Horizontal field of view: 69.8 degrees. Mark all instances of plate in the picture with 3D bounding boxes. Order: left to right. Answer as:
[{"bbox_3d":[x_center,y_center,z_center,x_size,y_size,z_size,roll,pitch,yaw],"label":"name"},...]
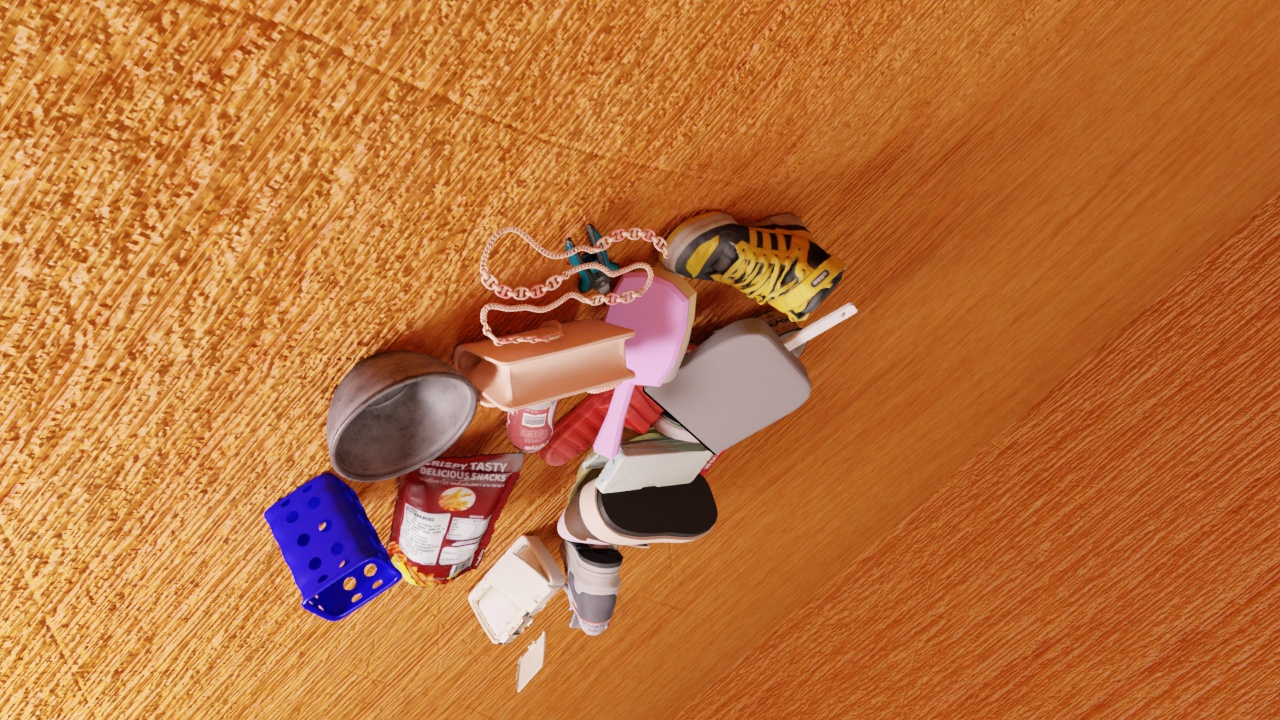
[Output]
[{"bbox_3d":[-0.031,0.142,1.284,0.184,0.036,0.185,-29,152,-17],"label":"plate"}]

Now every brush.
[{"bbox_3d":[-0.006,0.006,1.010,0.043,0.089,0.229,-45,156,-60],"label":"brush"}]

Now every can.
[{"bbox_3d":[-0.122,0.059,1.033,0.054,0.054,0.097,-22,149,-28],"label":"can"}]

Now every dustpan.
[{"bbox_3d":[0.151,0.008,1.119,0.258,0.033,0.163,-31,130,20],"label":"dustpan"}]

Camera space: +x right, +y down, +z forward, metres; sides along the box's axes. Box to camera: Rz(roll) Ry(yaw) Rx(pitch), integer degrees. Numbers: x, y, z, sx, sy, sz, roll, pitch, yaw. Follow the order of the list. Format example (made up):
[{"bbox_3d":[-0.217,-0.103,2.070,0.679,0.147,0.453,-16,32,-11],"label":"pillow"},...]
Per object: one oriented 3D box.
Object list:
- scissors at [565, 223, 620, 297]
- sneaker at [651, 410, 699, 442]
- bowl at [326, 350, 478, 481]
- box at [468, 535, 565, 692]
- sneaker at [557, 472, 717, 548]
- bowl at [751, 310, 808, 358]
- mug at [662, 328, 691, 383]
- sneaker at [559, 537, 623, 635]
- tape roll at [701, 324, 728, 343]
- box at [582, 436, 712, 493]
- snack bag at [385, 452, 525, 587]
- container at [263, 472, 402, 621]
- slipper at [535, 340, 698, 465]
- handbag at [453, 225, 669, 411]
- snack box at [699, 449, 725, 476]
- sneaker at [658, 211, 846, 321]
[{"bbox_3d":[-0.053,-0.091,0.925,0.134,0.019,0.130,-9,148,-42],"label":"scissors"},{"bbox_3d":[0.103,0.053,1.274,0.234,0.084,0.079,-10,128,-49],"label":"sneaker"},{"bbox_3d":[-0.232,0.042,0.859,0.144,0.067,0.145,-29,151,-18],"label":"bowl"},{"bbox_3d":[-0.169,0.352,1.288,0.144,0.181,0.080,-51,146,13],"label":"box"},{"bbox_3d":[-0.004,0.222,1.309,0.117,0.111,0.293,-28,162,32],"label":"sneaker"},{"bbox_3d":[0.164,-0.020,1.245,0.115,0.059,0.116,-29,151,-18],"label":"bowl"},{"bbox_3d":[0.029,-0.038,1.065,0.107,0.071,0.090,-47,162,-56],"label":"mug"},{"bbox_3d":[-0.076,0.324,1.325,0.089,0.124,0.240,6,177,-7],"label":"sneaker"},{"bbox_3d":[0.118,0.001,1.186,0.030,0.093,0.094,-19,147,-32],"label":"tape roll"},{"bbox_3d":[0.017,0.133,1.219,0.086,0.072,0.198,-23,164,38],"label":"box"},{"bbox_3d":[-0.225,0.184,1.075,0.138,0.066,0.208,6,133,-23],"label":"snack bag"},{"bbox_3d":[-0.314,0.188,0.934,0.085,0.113,0.084,-33,152,-9],"label":"container"},{"bbox_3d":[-0.019,0.063,1.158,0.249,0.059,0.103,-36,153,-1],"label":"slipper"},{"bbox_3d":[-0.086,-0.057,0.901,0.198,0.117,0.187,-14,114,-31],"label":"handbag"},{"bbox_3d":[0.067,0.148,1.411,0.132,0.036,0.152,-2,136,-48],"label":"snack box"},{"bbox_3d":[0.134,-0.100,1.021,0.238,0.122,0.086,-12,141,-42],"label":"sneaker"}]
